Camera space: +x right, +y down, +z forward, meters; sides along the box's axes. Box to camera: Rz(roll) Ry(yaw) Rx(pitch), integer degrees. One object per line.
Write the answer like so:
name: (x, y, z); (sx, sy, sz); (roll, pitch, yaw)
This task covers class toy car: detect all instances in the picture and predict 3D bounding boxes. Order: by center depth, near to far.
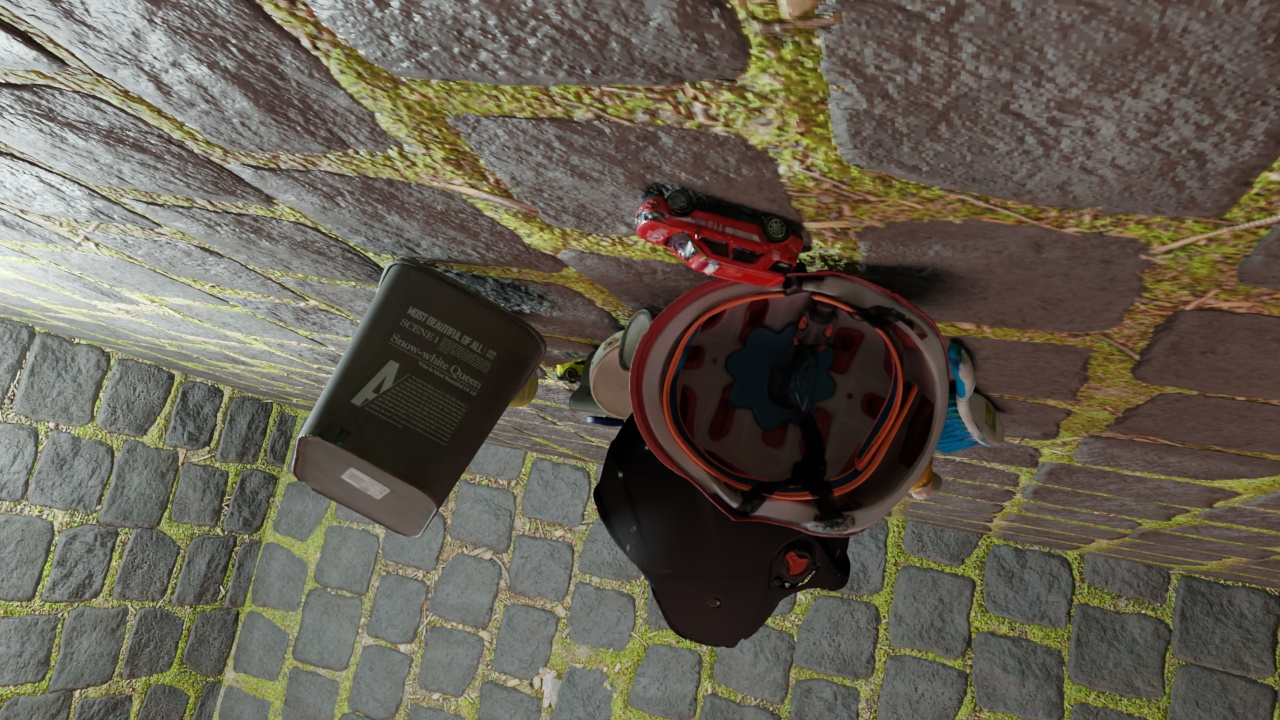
toy car: (0.054, -0.085, 0.648); (0.120, 0.045, 0.053); (16, 167, -9)
toy car: (-0.067, 0.015, 1.297); (0.105, 0.032, 0.048); (1, 169, -3)

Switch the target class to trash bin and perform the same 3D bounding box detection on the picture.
trash bin: (-0.244, 0.048, 0.983); (0.199, 0.219, 0.199); (29, 145, -8)

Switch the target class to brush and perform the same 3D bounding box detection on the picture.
brush: (0.331, 0.042, 0.977); (0.110, 0.060, 0.314); (-3, 160, 36)

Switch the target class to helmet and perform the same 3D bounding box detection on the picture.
helmet: (0.118, 0.021, 0.753); (0.240, 0.207, 0.143); (16, -169, 6)
helmet: (0.093, 0.131, 0.913); (0.274, 0.230, 0.233); (9, -160, -11)

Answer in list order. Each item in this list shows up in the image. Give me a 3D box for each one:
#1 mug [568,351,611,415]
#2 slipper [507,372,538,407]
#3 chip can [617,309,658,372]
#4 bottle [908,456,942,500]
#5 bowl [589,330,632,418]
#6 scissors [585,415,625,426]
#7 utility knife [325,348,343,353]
mug: (-0.024, 0.041, 1.192); (0.103, 0.084, 0.123); (7, -157, 16)
slipper: (-0.250, 0.025, 1.398); (0.190, 0.091, 0.082); (15, 171, -30)
chip can: (0.082, 0.008, 1.000); (0.210, 0.071, 0.072); (17, 168, -25)
bottle: (0.260, 0.078, 0.994); (0.189, 0.067, 0.068); (47, 156, -19)
bowl: (-0.006, 0.006, 1.058); (0.113, 0.114, 0.062); (17, -151, -24)
scissors: (-0.013, 0.084, 1.212); (0.162, 0.012, 0.176); (9, 178, -45)
utility knife: (-0.279, 0.007, 1.135); (0.221, 0.013, 0.029); (11, 172, -11)
